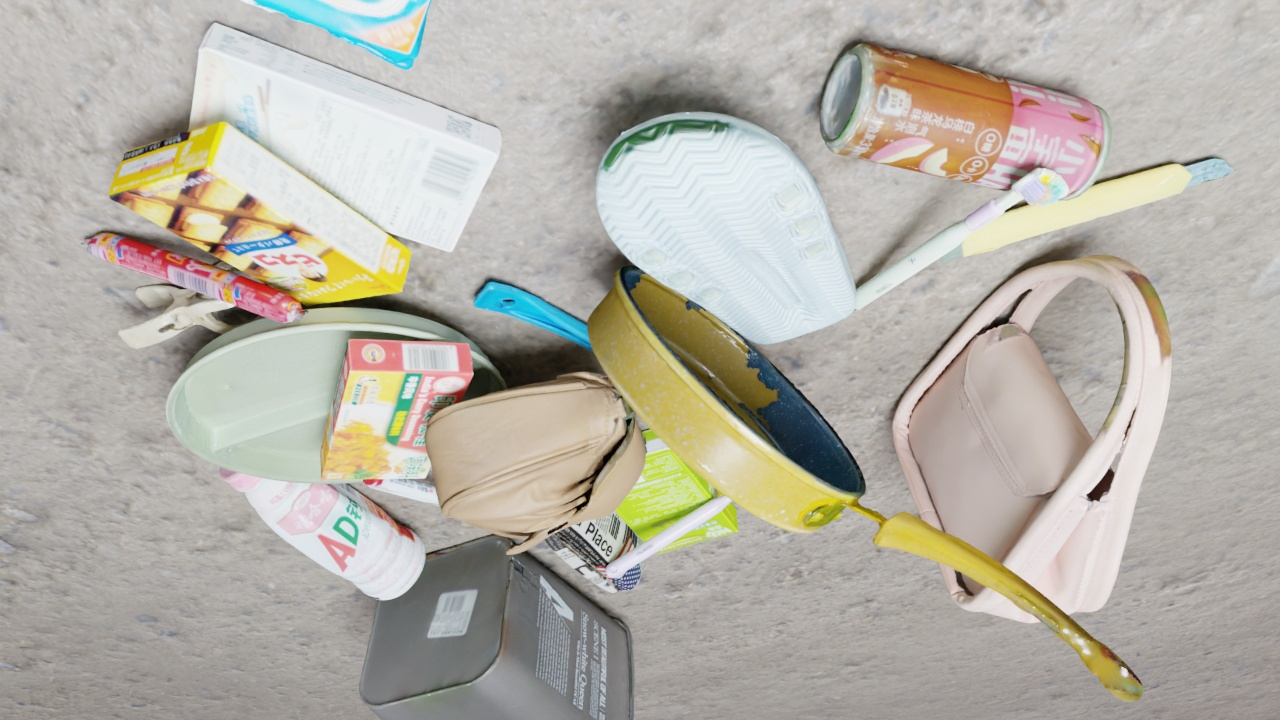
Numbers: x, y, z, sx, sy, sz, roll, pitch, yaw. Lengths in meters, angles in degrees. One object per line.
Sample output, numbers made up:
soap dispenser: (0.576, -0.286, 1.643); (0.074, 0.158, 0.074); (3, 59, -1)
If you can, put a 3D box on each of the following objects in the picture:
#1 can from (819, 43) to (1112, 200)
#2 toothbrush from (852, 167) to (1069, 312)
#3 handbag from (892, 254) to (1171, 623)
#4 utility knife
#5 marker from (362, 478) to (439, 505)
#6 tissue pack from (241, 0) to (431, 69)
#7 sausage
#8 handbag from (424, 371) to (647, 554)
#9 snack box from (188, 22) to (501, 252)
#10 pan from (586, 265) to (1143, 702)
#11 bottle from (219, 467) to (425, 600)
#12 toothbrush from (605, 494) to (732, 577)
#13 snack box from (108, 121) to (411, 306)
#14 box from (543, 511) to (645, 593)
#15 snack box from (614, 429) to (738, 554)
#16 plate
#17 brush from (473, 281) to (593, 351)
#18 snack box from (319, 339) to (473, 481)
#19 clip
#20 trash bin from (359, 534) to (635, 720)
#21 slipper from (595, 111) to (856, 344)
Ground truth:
can: (0.175, -0.127, 0.497); (0.147, 0.057, 0.058); (9, 139, -13)
toothbrush: (0.177, -0.065, 0.555); (0.029, 0.020, 0.190); (15, 159, -17)
handbag: (0.266, 0.038, 0.612); (0.093, 0.193, 0.235); (3, 130, -11)
utility knife: (0.276, -0.094, 0.573); (0.177, 0.019, 0.031); (-12, 143, 17)
marker: (-0.173, 0.113, 0.770); (0.017, 0.017, 0.145); (-26, 149, 25)
tissue pack: (-0.119, -0.199, 0.392); (0.090, 0.063, 0.140); (18, 136, -23)
sausage: (-0.273, -0.052, 0.559); (0.156, 0.020, 0.020); (19, 140, 7)
handbag: (-0.067, 0.077, 0.654); (0.148, 0.099, 0.204); (-18, 166, -1)
snack box: (-0.166, -0.119, 0.513); (0.156, 0.026, 0.085); (17, 137, -21)
pan: (0.111, 0.063, 0.521); (0.078, 0.357, 0.197); (-49, 154, 15)
bottle: (-0.269, 0.135, 0.781); (0.068, 0.068, 0.197); (-21, 134, 21)
toothbrush: (0.050, 0.134, 0.784); (0.189, 0.029, 0.021); (-33, 172, 6)
snack box: (-0.210, -0.077, 0.521); (0.087, 0.033, 0.140); (-4, 158, 30)
box: (-0.036, 0.152, 0.812); (0.076, 0.075, 0.163); (-21, 134, 14)
snack box: (0.019, 0.117, 0.803); (0.086, 0.026, 0.156); (-19, 137, 18)
plate: (-0.210, 0.030, 0.656); (0.230, 0.027, 0.231); (-9, 150, -6)
brush: (-0.004, 0.004, 0.665); (0.254, 0.045, 0.083); (27, 136, -25)
snack box: (-0.171, 0.038, 0.627); (0.077, 0.027, 0.156); (2, 148, -25)
clip: (-0.285, -0.043, 0.602); (0.104, 0.076, 0.034); (-3, 142, 16)
trash bin: (-0.137, 0.302, 0.901); (0.199, 0.198, 0.220); (-19, 131, 16)
slipper: (0.063, -0.079, 0.543); (0.104, 0.074, 0.245); (-23, 152, 21)
